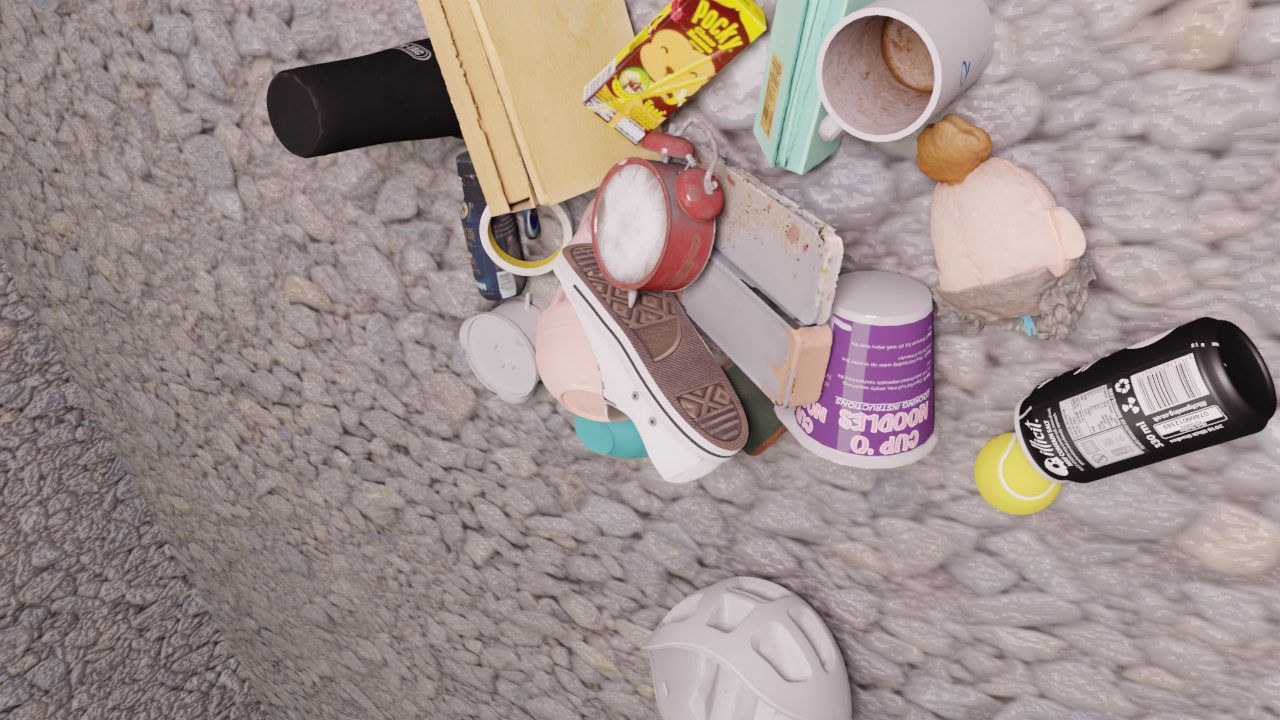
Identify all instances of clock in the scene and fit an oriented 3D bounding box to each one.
[{"bbox_3d":[-0.157,-0.007,1.064,0.120,0.060,0.160,54,137,-4],"label":"clock"},{"bbox_3d":[0.023,-0.126,0.760,0.157,0.061,0.109,-56,49,39],"label":"clock"}]

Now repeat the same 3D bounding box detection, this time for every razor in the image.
[{"bbox_3d":[-0.122,-0.185,0.929,0.018,0.043,0.141,12,133,30],"label":"razor"}]

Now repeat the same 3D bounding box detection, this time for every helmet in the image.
[{"bbox_3d":[0.123,0.367,0.993,0.225,0.183,0.282,10,118,43],"label":"helmet"}]

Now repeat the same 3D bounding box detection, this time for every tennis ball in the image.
[{"bbox_3d":[0.299,0.089,0.727,0.065,0.065,0.065,23,132,28],"label":"tennis ball"}]

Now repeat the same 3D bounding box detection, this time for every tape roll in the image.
[{"bbox_3d":[-0.115,-0.132,0.932,0.094,0.019,0.094,1,121,1],"label":"tape roll"}]

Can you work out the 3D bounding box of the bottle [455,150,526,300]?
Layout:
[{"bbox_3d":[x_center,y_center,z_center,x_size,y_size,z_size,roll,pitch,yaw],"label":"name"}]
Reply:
[{"bbox_3d":[-0.160,-0.142,0.973,0.056,0.056,0.161,16,128,33],"label":"bottle"}]

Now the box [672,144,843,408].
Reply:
[{"bbox_3d":[0.087,-0.075,0.747,0.216,0.043,0.151,-128,41,-49],"label":"box"}]

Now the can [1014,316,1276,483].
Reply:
[{"bbox_3d":[0.344,0.032,0.635,0.080,0.080,0.146,53,139,-3],"label":"can"}]

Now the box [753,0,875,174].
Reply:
[{"bbox_3d":[0.113,-0.234,0.649,0.080,0.077,0.189,28,134,22],"label":"box"}]

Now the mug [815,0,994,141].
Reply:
[{"bbox_3d":[0.167,-0.191,0.618,0.083,0.096,0.120,49,139,2],"label":"mug"}]

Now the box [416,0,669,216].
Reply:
[{"bbox_3d":[-0.101,-0.264,0.783,0.185,0.141,0.249,-2,118,35],"label":"box"}]

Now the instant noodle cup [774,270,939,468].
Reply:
[{"bbox_3d":[0.176,-0.001,0.732,0.137,0.121,0.122,13,124,24],"label":"instant noodle cup"}]

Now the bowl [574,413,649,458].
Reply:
[{"bbox_3d":[-0.038,0.070,1.025,0.121,0.046,0.121,23,132,28],"label":"bowl"}]

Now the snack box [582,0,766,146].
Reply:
[{"bbox_3d":[0.024,-0.236,0.722,0.061,0.025,0.149,32,132,-30],"label":"snack box"}]

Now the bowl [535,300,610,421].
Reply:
[{"bbox_3d":[-0.040,0.013,0.916,0.153,0.076,0.153,13,151,7],"label":"bowl"}]

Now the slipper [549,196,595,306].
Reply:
[{"bbox_3d":[-0.039,-0.075,0.917,0.107,0.055,0.222,41,139,8],"label":"slipper"}]

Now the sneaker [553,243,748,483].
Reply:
[{"bbox_3d":[-0.005,0.005,0.814,0.245,0.091,0.097,54,131,20],"label":"sneaker"}]

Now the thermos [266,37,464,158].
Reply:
[{"bbox_3d":[-0.229,-0.243,0.846,0.106,0.218,0.106,17,120,30],"label":"thermos"}]

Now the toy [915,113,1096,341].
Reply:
[{"bbox_3d":[0.246,-0.092,0.639,0.133,0.076,0.176,-3,119,60],"label":"toy"}]

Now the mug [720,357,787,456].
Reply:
[{"bbox_3d":[0.103,0.037,0.860,0.081,0.085,0.111,45,170,4],"label":"mug"}]
